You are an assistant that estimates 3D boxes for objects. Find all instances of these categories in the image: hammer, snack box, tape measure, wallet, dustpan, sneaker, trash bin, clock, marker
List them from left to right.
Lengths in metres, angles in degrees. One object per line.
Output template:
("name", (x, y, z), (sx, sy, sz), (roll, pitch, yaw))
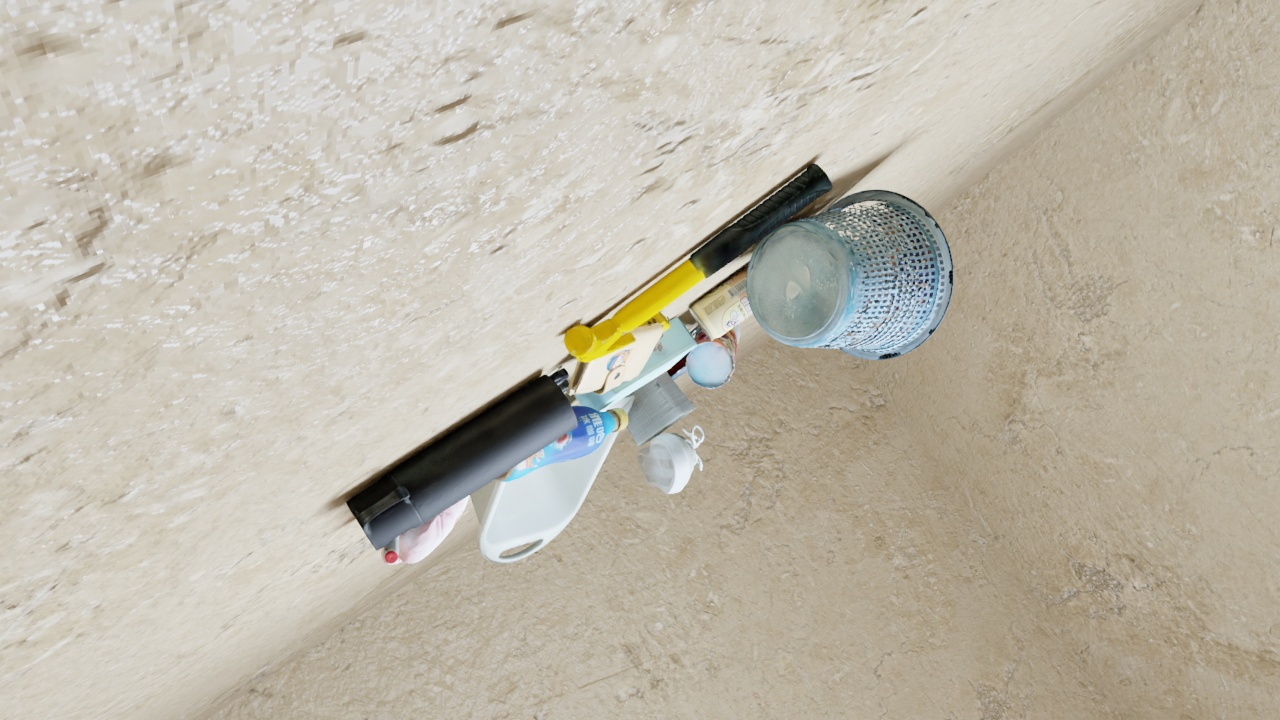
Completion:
("marker", (-0.267, 0.177, 0.986), (0.017, 0.017, 0.145), (-35, -158, -2))
("dustpan", (-0.132, 0.180, 1.320), (0.259, 0.142, 0.222), (-35, 163, 36))
("wallet", (-0.029, 0.002, 1.031), (0.115, 0.024, 0.087), (-16, 142, -50))
("snack box", (-0.007, 0.007, 1.234), (0.174, 0.051, 0.074), (-31, 172, -40))
("tape measure", (0.010, -0.034, 1.118), (0.057, 0.029, 0.060), (-35, 174, 7))
("clock", (0.056, -0.003, 1.487), (0.082, 0.055, 0.121), (-38, 173, 24))
("sneaker", (0.060, 0.150, 1.407), (0.090, 0.089, 0.242), (-18, 175, -11))
("hammer", (0.057, -0.092, 0.906), (0.301, 0.033, 0.128), (-36, 174, 6))
("trash bin", (0.247, -0.103, 1.159), (0.194, 0.226, 0.227), (-10, 157, -46))

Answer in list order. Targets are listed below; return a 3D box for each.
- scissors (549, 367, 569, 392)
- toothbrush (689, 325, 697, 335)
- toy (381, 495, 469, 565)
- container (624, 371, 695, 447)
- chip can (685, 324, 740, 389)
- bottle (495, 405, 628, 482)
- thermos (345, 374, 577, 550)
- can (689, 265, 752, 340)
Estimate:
("scissors", (-0.146, 0.057, 1.065), (0.181, 0.014, 0.159), (-36, 171, 30))
("toothbrush", (0.054, -0.021, 1.538), (0.181, 0.018, 0.015), (-39, 157, 15))
("toy", (-0.242, 0.179, 1.037), (0.160, 0.054, 0.121), (-35, -161, 50))
("container", (0.008, 0.056, 1.400), (0.090, 0.114, 0.090), (-37, 174, 17))
("chip can", (0.111, -0.018, 1.377), (0.071, 0.071, 0.214), (-37, -173, 15))
("bottle", (-0.096, 0.092, 1.112), (0.218, 0.065, 0.065), (-12, 158, -50))
("thermos", (-0.179, 0.104, 0.943), (0.242, 0.068, 0.090), (-33, 179, -19))
("can", (0.129, -0.082, 1.256), (0.116, 0.058, 0.058), (-36, 174, 1))
